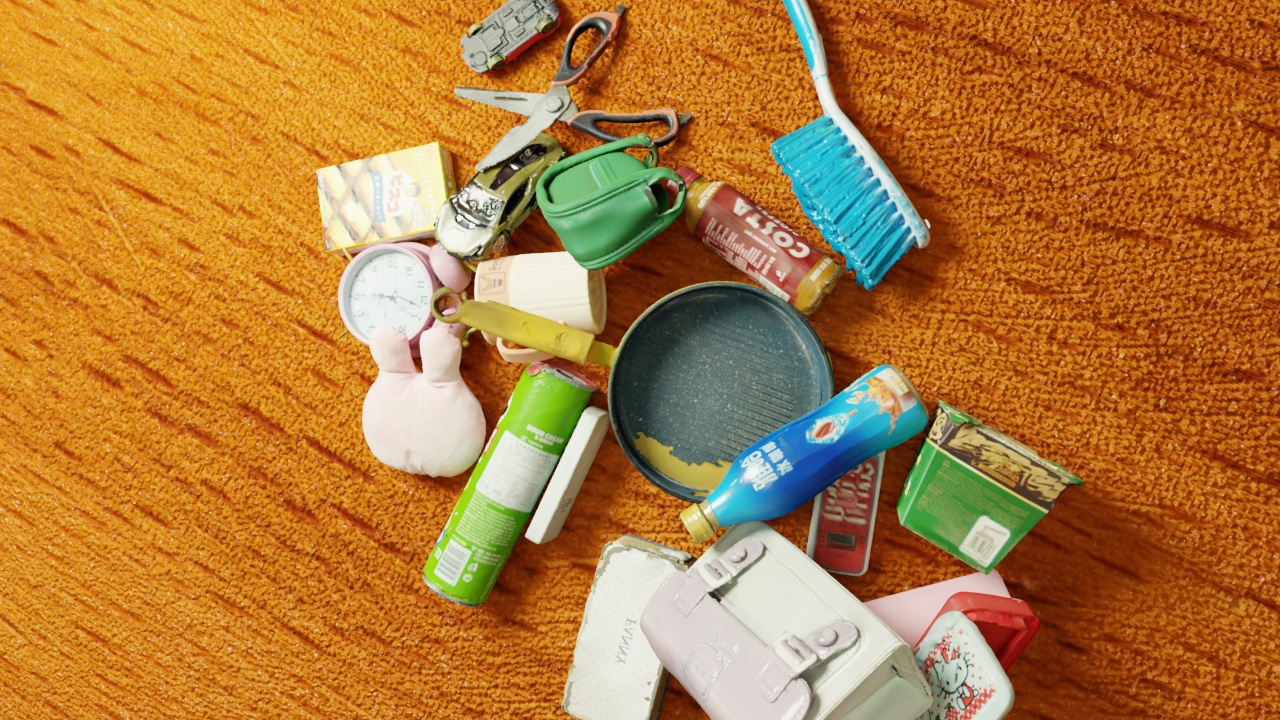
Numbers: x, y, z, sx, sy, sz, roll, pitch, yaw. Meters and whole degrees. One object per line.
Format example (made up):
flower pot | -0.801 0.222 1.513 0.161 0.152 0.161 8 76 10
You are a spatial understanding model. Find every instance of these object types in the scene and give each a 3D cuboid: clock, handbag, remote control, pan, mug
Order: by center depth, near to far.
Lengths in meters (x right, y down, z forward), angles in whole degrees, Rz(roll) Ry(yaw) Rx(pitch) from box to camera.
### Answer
handbag | 0.101 0.226 0.716 0.145 0.197 0.098 -41 121 -9
pan | -0.005 0.005 0.795 0.357 0.078 0.198 19 94 -2
handbag | -0.027 -0.147 0.812 0.120 0.131 0.068 -30 119 3
remote control | 0.184 0.122 0.819 0.056 0.020 0.136 9 90 14
mug | -0.092 -0.048 0.849 0.106 0.082 0.114 -4 50 11
remote control | -0.066 0.106 0.859 0.019 0.056 0.135 26 94 13
clock | -0.220 -0.060 0.900 0.158 0.059 0.117 3 89 11

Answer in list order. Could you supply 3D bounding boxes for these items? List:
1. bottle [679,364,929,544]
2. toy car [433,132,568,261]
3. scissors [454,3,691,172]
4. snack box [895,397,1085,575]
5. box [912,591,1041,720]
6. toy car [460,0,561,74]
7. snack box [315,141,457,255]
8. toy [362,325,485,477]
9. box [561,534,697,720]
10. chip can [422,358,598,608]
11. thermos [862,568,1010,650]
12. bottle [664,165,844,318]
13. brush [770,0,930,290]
bottle | 0.133 0.084 0.763 0.218 0.065 0.065 -32 81 -2
toy car | -0.131 -0.157 0.870 0.070 0.042 0.157 31 67 16
scissors | -0.064 -0.244 0.870 0.189 0.015 0.222 41 80 5
snack box | 0.272 0.106 0.752 0.118 0.117 0.106 30 98 11
box | 0.236 0.281 0.709 0.095 0.101 0.202 12 124 -12
toy car | -0.128 -0.324 0.904 0.106 0.031 0.049 -33 80 8
snack box | -0.255 -0.162 0.927 0.140 0.033 0.087 -9 86 11
toy | -0.208 0.039 0.876 0.121 0.054 0.160 5 115 3
box | -0.010 0.257 0.838 0.090 0.061 0.184 17 93 14
chip can | -0.125 0.112 0.863 0.072 0.072 0.236 28 94 13
thermos | 0.216 0.243 0.779 0.199 0.067 0.087 -19 107 7
bottle | 0.098 -0.111 0.829 0.175 0.057 0.057 38 96 12
brush | 0.161 -0.218 0.826 0.109 0.060 0.314 -33 78 4
